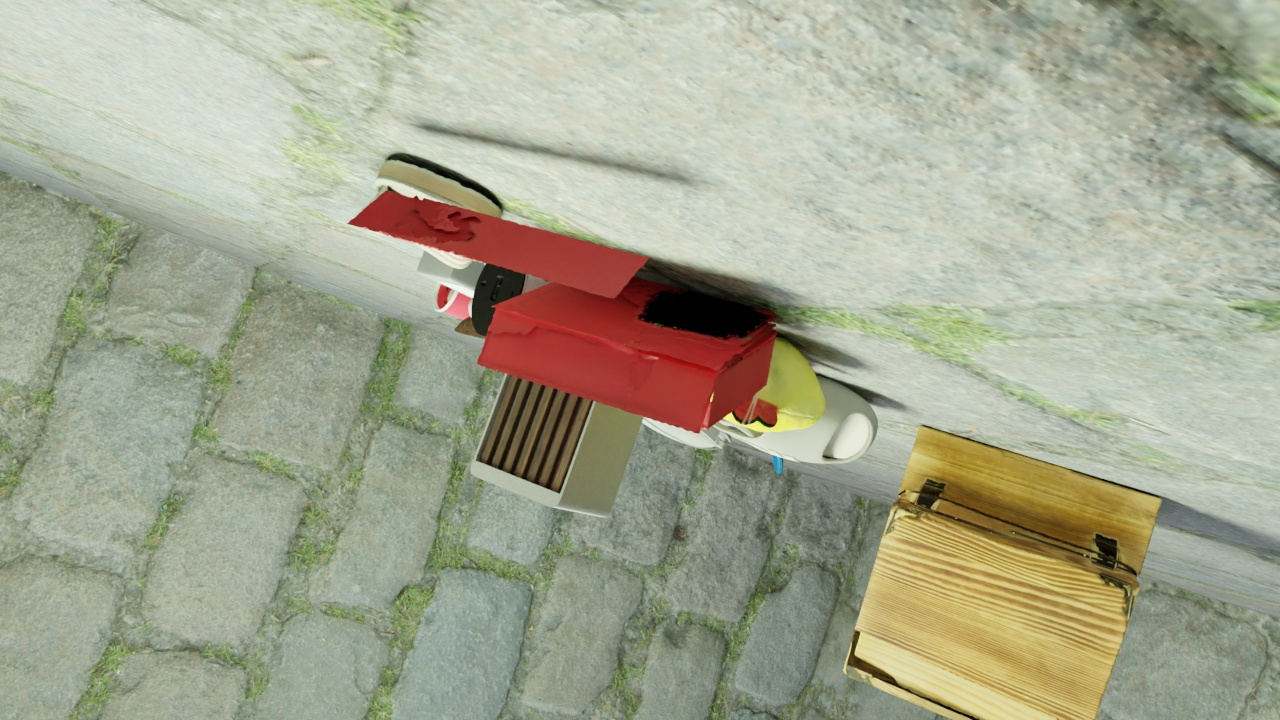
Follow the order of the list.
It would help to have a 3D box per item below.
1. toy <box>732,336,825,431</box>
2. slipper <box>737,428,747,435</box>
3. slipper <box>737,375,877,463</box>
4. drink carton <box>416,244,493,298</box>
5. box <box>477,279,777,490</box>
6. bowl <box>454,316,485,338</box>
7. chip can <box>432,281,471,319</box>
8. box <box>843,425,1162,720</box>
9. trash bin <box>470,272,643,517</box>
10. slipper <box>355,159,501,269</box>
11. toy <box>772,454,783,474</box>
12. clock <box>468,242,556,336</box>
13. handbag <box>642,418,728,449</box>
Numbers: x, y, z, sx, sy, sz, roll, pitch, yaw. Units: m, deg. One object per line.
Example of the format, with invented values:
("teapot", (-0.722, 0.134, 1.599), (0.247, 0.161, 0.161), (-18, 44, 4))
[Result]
("toy", (0.120, 0.019, 0.914), (0.134, 0.092, 0.207), (16, -175, 8))
("slipper", (0.187, 0.083, 1.335), (0.246, 0.074, 0.112), (20, 144, -21))
("slipper", (0.130, 0.056, 1.043), (0.266, 0.113, 0.080), (24, -146, 16))
("drink carton", (-0.171, -0.092, 1.000), (0.076, 0.048, 0.124), (15, 172, 42))
("box", (-0.011, 0.025, 0.797), (0.214, 0.153, 0.164), (16, -155, 25))
("bowl", (-0.159, -0.042, 1.063), (0.102, 0.026, 0.114), (11, -171, 24))
("chip can", (-0.148, -0.056, 1.164), (0.220, 0.069, 0.069), (23, 173, -33))
("box", (0.434, 0.282, 1.128), (0.279, 0.334, 0.286), (19, 173, 23))
("trash bin", (-0.069, 0.039, 0.989), (0.115, 0.228, 0.114), (17, 174, 27))
("slipper", (-0.189, -0.118, 0.807), (0.115, 0.052, 0.263), (20, 175, -13))
("toy", (0.170, 0.059, 1.188), (0.071, 0.112, 0.176), (-17, 142, 10))
("clock", (-0.131, -0.067, 0.899), (0.035, 0.094, 0.123), (19, -179, -35))
("handbag", (0.057, 0.083, 1.387), (0.222, 0.096, 0.216), (31, -171, -31))
